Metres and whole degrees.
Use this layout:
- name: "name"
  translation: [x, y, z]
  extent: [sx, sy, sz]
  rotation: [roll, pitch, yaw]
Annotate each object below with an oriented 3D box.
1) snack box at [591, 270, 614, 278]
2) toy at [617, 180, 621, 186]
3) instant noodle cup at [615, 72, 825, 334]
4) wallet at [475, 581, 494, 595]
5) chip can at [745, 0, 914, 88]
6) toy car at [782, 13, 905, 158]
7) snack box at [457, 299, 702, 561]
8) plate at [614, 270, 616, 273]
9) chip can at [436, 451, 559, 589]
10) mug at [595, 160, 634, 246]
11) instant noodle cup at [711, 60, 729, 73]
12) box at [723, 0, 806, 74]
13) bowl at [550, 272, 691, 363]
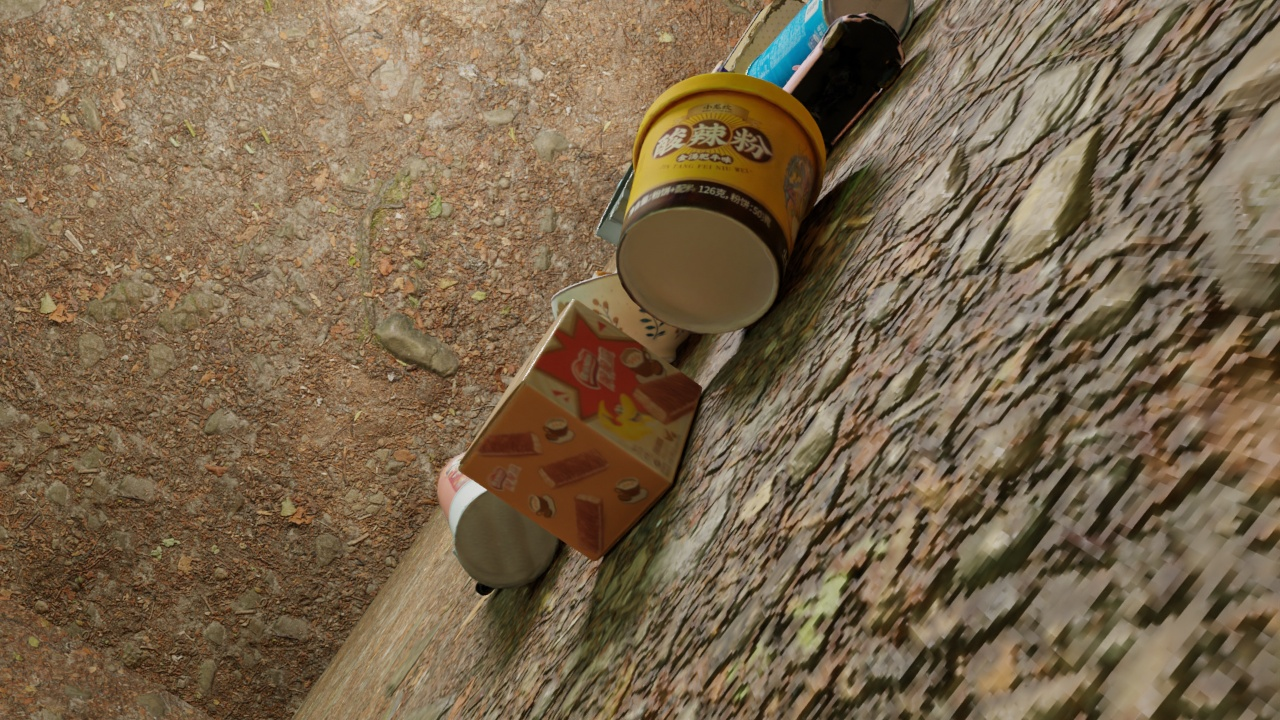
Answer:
- name: "snack box"
  translation: [-0.047, -0.002, 0.839]
  extent: [0.154, 0.026, 0.075]
  rotation: [-61, 35, 40]
- name: "toy"
  translation: [0.036, -0.157, 0.891]
  extent: [0.156, 0.049, 0.161]
  rotation: [-56, 48, 15]
- name: "instant noodle cup"
  translation: [0.043, -0.087, 0.538]
  extent: [0.119, 0.118, 0.114]
  rotation: [-47, 18, 47]
- name: "wallet"
  translation: [-0.091, 0.133, 0.780]
  extent: [0.097, 0.020, 0.122]
  rotation: [-47, 12, 36]
- name: "chip can"
  translation: [0.146, -0.252, 0.753]
  extent: [0.071, 0.071, 0.210]
  rotation: [-56, 8, -5]
- name: "toy car"
  translation: [0.127, -0.182, 0.626]
  extent: [0.123, 0.056, 0.037]
  rotation: [-48, 17, 41]
- name: "snack box"
  translation: [-0.031, 0.037, 0.512]
  extent: [0.077, 0.094, 0.092]
  rotation: [-50, 9, 33]
- name: "plate"
  translation: [-0.008, -0.062, 0.955]
  extent: [0.162, 0.034, 0.265]
  rotation: [-46, 16, 36]
- name: "chip can"
  translation: [-0.118, 0.117, 0.716]
  extent: [0.071, 0.071, 0.215]
  rotation: [-57, 14, -9]
- name: "mug"
  translation: [0.027, -0.106, 0.721]
  extent: [0.084, 0.103, 0.123]
  rotation: [-58, 11, 20]
- name: "instant noodle cup"
  translation: [0.074, -0.181, 0.785]
  extent: [0.112, 0.099, 0.111]
  rotation: [-54, 6, 9]
- name: "box"
  translation: [0.129, -0.293, 0.972]
  extent: [0.184, 0.090, 0.062]
  rotation: [-55, 13, -11]
- name: "bowl"
  translation: [-0.006, -0.025, 0.681]
  extent: [0.114, 0.113, 0.062]
  rotation: [144, 116, -69]
